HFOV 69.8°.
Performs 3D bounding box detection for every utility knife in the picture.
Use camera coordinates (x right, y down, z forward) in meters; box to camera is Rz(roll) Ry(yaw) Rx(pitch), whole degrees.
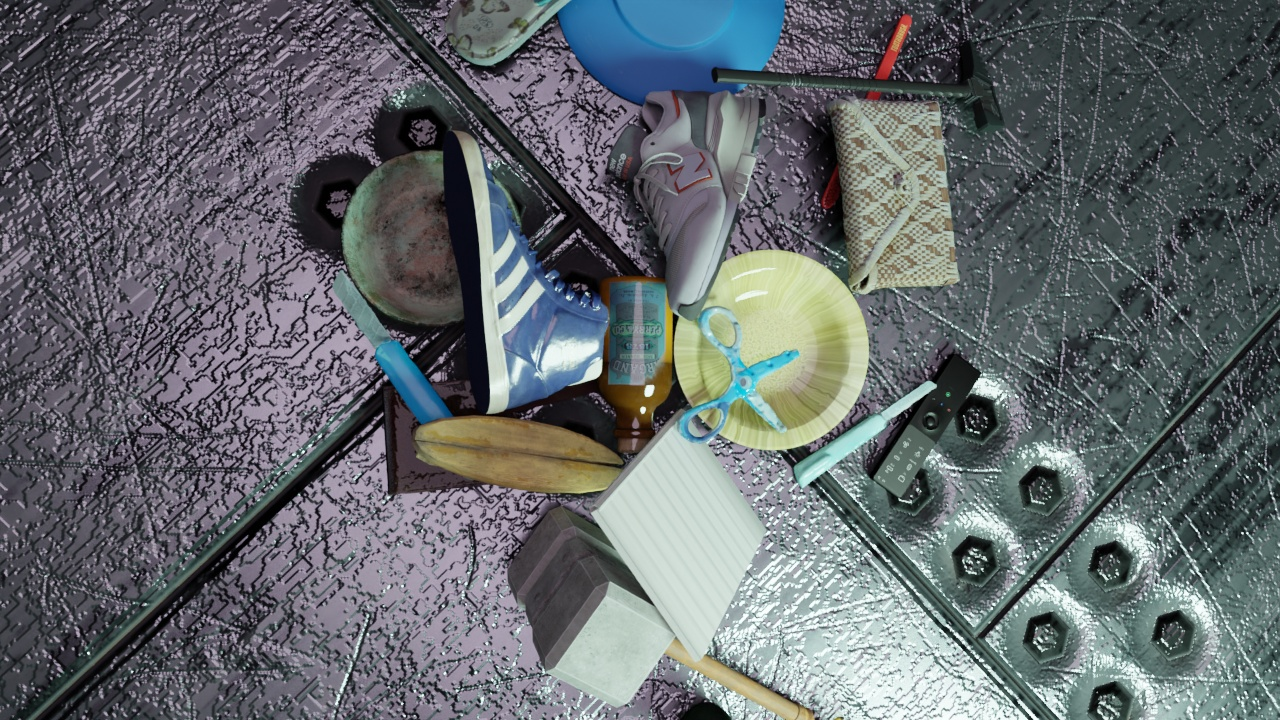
[{"bbox_3d":[0.218,0.068,0.883,0.166,0.015,0.022,-34,92,-3],"label":"utility knife"},{"bbox_3d":[-0.200,0.016,0.800,0.031,0.015,0.221,-35,98,-15],"label":"utility knife"}]

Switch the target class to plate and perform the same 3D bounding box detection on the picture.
[{"bbox_3d":[0.031,-0.351,0.870,0.224,0.024,0.224,0,88,-8],"label":"plate"},{"bbox_3d":[0.120,-0.010,0.865,0.184,0.036,0.184,0,88,-8],"label":"plate"}]

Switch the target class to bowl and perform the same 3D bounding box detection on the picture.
[{"bbox_3d":[-0.185,-0.107,0.824,0.157,0.038,0.157,0,88,-8],"label":"bowl"}]

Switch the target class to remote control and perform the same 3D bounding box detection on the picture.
[{"bbox_3d":[0.279,0.063,0.897,0.034,0.013,0.150,36,84,-6],"label":"remote control"}]

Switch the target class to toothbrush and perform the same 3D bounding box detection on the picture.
[{"bbox_3d":[0.223,-0.245,0.897,0.012,0.018,0.212,24,85,-7],"label":"toothbrush"}]

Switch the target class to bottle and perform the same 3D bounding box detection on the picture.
[{"bbox_3d":[0.073,0.346,0.777,0.055,0.174,0.055,0,88,-8],"label":"bottle"},{"bbox_3d":[-0.005,0.005,0.831,0.068,0.068,0.157,1,88,-8],"label":"bottle"}]

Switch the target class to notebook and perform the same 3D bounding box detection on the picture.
[{"bbox_3d":[0.040,0.136,0.779,0.009,0.209,0.142,-33,93,27],"label":"notebook"}]

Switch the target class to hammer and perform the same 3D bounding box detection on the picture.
[{"bbox_3d":[0.043,0.260,0.808,0.317,0.163,0.083,35,90,-23],"label":"hammer"},{"bbox_3d":[0.203,-0.258,0.837,0.324,0.015,0.095,-6,77,-28],"label":"hammer"}]

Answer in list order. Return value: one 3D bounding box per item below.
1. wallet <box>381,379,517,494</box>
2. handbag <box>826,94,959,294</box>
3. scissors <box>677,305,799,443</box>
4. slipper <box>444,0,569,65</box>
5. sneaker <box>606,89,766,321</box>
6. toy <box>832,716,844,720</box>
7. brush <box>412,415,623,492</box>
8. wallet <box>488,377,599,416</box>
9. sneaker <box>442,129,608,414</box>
[{"bbox_3d":[-0.169,0.067,0.826,0.120,0.031,0.099,-4,90,-11],"label":"wallet"},{"bbox_3d":[0.242,-0.158,0.869,0.124,0.047,0.186,-6,89,-28],"label":"handbag"},{"bbox_3d":[0.082,0.020,0.835,0.139,0.011,0.134,-40,95,-7],"label":"scissors"},{"bbox_3d":[-0.071,-0.377,0.830,0.269,0.055,0.098,-37,74,-1],"label":"slipper"},{"bbox_3d":[0.028,-0.154,0.820,0.124,0.089,0.239,19,62,-1],"label":"sneaker"},{"bbox_3d":[0.189,0.387,0.856,0.137,0.067,0.105,-3,86,4],"label":"toy"},{"bbox_3d":[-0.106,0.084,0.802,0.195,0.043,0.059,13,72,-27],"label":"brush"},{"bbox_3d":[-0.092,-0.004,0.834,0.115,0.018,0.091,-14,90,-26],"label":"wallet"},{"bbox_3d":[-0.088,-0.078,0.774,0.118,0.091,0.233,-9,97,-25],"label":"sneaker"}]
